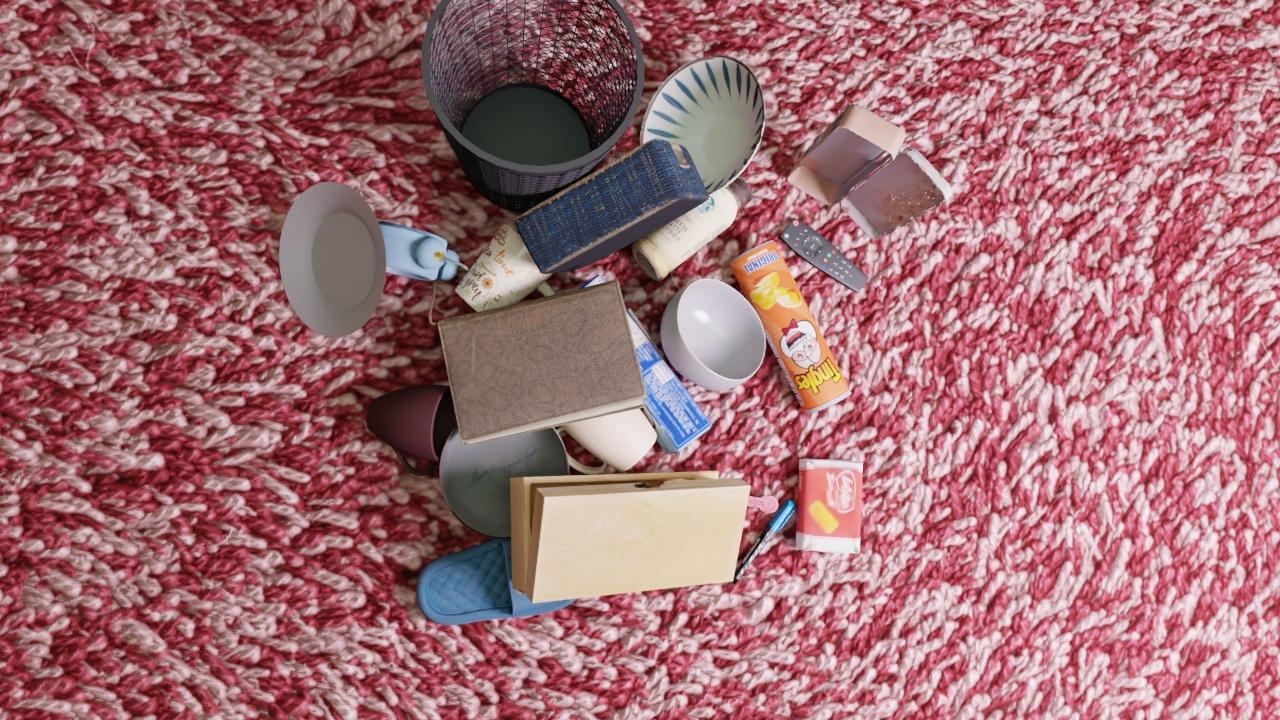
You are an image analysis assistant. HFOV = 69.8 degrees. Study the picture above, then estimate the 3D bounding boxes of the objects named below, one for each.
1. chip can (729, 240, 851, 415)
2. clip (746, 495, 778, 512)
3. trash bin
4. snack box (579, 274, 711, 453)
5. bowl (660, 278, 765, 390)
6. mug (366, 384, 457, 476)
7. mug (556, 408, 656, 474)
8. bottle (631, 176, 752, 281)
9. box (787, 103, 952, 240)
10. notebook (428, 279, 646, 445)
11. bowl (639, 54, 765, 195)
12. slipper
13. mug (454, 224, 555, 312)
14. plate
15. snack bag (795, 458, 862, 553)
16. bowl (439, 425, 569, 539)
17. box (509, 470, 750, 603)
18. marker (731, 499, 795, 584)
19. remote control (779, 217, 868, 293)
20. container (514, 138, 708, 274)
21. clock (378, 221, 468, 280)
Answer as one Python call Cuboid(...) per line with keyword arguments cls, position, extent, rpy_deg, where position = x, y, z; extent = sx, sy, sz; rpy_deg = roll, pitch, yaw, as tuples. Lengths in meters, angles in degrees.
Cuboid(cls="chip can", position=(0.184, -0.040, 1.131), extent=(0.062, 0.062, 0.210), rpy_deg=(-26, 88, -11))
Cuboid(cls="clip", position=(0.138, 0.173, 1.125), extent=(0.059, 0.038, 0.022), rpy_deg=(12, 85, -9))
Cuboid(cls="trash bin", position=(-0.123, -0.275, 1.016), extent=(0.217, 0.243, 0.217), rpy_deg=(1, 83, -9))
Cuboid(cls="snack box", position=(-0.007, 0.006, 1.098), extent=(0.059, 0.059, 0.226), rpy_deg=(-37, 91, -14))
Cuboid(cls="bowl", position=(0.079, -0.025, 1.101), extent=(0.131, 0.065, 0.131), rpy_deg=(15, 60, -29))
Cuboid(cls="mug", position=(-0.262, 0.080, 1.047), extent=(0.088, 0.087, 0.114), rpy_deg=(7, 112, 9))
Cuboid(cls="mug", position=(-0.048, 0.084, 1.079), extent=(0.104, 0.085, 0.112), rpy_deg=(44, 107, -6))
Cuboid(cls="bottle", position=(0.066, -0.167, 1.129), extent=(0.162, 0.056, 0.056), rpy_deg=(-39, 91, -11))
Cuboid(cls="box", position=(0.267, -0.211, 1.085), extent=(0.154, 0.217, 0.058), rpy_deg=(33, 81, -2))
Cuboid(cls="notebook", position=(-0.117, -0.017, 1.023), extent=(0.215, 0.034, 0.190), rpy_deg=(-14, 78, 0))
Cuboid(cls="bowl", position=(0.090, -0.275, 1.123), extent=(0.070, 0.178, 0.177), rpy_deg=(11, 79, -52))
Cuboid(cls="slipper", position=(-0.149, 0.249, 1.049), extent=(0.213, 0.059, 0.104), rpy_deg=(-14, 88, -9))
Cuboid(cls="mug", position=(-0.151, -0.084, 1.088), extent=(0.097, 0.081, 0.122), rpy_deg=(-47, 119, -4))
Cuboid(cls="plate", position=(-0.343, -0.113, 1.036), extent=(0.173, 0.019, 0.173), rpy_deg=(4, 98, 30))
Cuboid(cls="snack bag", position=(0.231, 0.178, 1.127), extent=(0.077, 0.036, 0.116), rpy_deg=(5, 83, -8))
Cuboid(cls="bowl", position=(-0.158, 0.128, 1.060), extent=(0.150, 0.057, 0.150), rpy_deg=(1, 83, -12))
Cuboid(cls="box", position=(-0.009, 0.192, 1.012), extent=(0.248, 0.123, 0.140), rpy_deg=(2, 79, -26))
Cuboid(cls="marker", position=(0.149, 0.222, 1.119), extent=(0.015, 0.018, 0.123), rpy_deg=(39, 80, -1))
Cuboid(cls="remote control", position=(0.236, -0.133, 1.175), extent=(0.124, 0.010, 0.039), rpy_deg=(37, 80, -3))
Cuboid(cls="container", position=(-0.028, -0.170, 1.037), extent=(0.188, 0.145, 0.071), rpy_deg=(-26, 91, 19))
Cuboid(cls="clock", position=(-0.258, -0.122, 1.055), extent=(0.124, 0.089, 0.051), rpy_deg=(12, 86, 8))
